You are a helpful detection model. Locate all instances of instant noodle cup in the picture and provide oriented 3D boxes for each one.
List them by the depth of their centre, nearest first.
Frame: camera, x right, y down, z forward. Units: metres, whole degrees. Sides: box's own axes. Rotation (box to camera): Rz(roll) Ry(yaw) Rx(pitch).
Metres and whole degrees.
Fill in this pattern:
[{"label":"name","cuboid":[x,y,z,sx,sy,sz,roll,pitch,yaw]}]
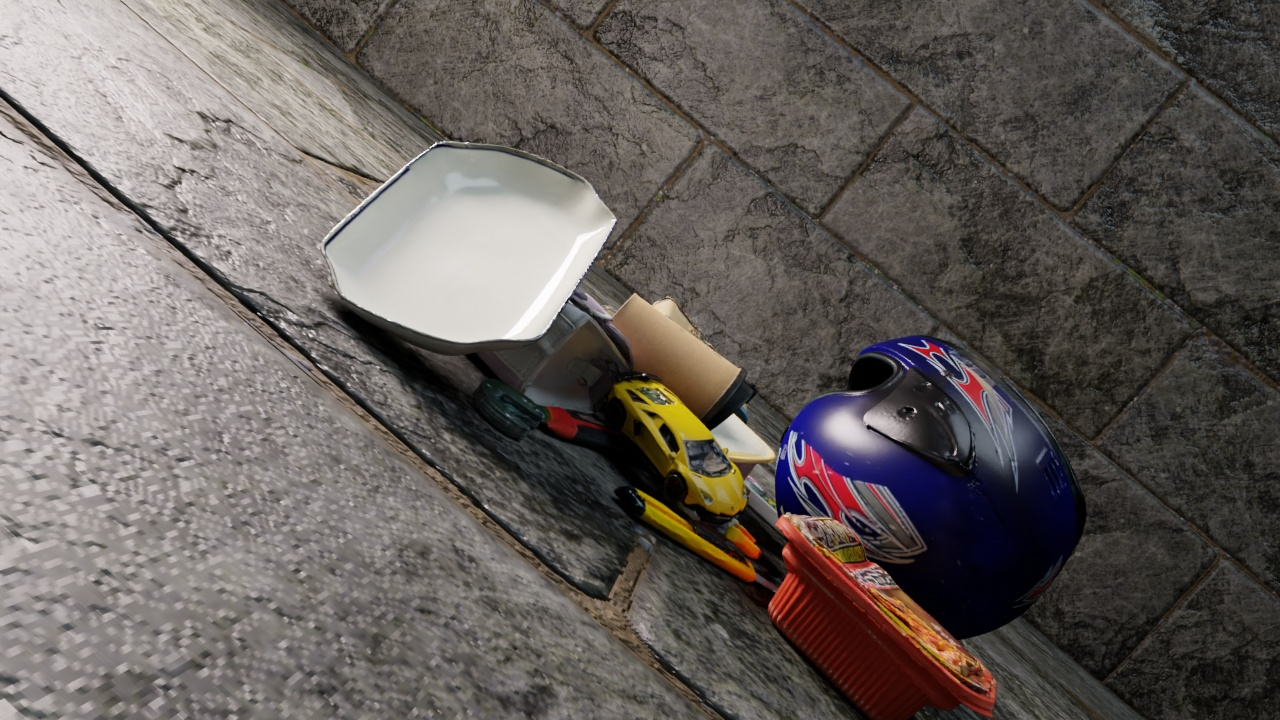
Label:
[{"label":"instant noodle cup","cuboid":[0.171,0.198,0.679,0.189,0.079,0.164,41,6,25]}]

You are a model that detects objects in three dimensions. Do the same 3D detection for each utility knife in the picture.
[{"label":"utility knife","cuboid":[0.054,0.141,0.695,0.203,0.015,0.033,37,9,-34]}]

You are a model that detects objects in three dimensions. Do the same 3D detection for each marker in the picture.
[{"label":"marker","cuboid":[0.093,0.156,0.743,0.018,0.015,0.124,25,-14,33]}]

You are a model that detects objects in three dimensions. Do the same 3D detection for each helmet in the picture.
[{"label":"helmet","cuboid":[0.249,0.123,0.901,0.315,0.240,0.248,-122,-160,-46]}]

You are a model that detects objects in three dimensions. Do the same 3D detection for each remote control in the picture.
[{"label":"remote control","cuboid":[0.150,0.172,1.033,0.135,0.019,0.056,41,6,16]}]

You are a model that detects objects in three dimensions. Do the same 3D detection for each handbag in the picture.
[{"label":"handbag","cuboid":[-0.107,-0.049,0.770,0.197,0.098,0.145,42,1,22]},{"label":"handbag","cuboid":[0.028,0.070,0.928,0.178,0.063,0.163,11,25,-45]}]

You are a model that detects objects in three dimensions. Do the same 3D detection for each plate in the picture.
[{"label":"plate","cuboid":[-0.116,-0.082,0.667,0.162,0.034,0.264,23,38,1]}]

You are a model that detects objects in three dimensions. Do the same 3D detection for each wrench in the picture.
[{"label":"wrench","cuboid":[-0.047,0.055,0.712,0.056,0.016,0.273,46,9,26]}]

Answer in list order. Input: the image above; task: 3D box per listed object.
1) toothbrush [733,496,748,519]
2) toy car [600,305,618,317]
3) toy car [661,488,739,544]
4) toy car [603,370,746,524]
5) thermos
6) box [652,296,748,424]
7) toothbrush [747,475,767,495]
[{"label":"toothbrush","cuboid":[0.087,0.144,0.881,0.018,0.016,0.191,30,4,11]},{"label":"toy car","cuboid":[-0.045,-0.030,0.903,0.070,0.042,0.157,27,25,35]},{"label":"toy car","cuboid":[0.046,0.112,0.768,0.054,0.037,0.120,32,18,-24]},{"label":"toy car","cuboid":[0.030,0.067,0.735,0.071,0.041,0.156,2,38,-43]},{"label":"thermos","cuboid":[0.028,0.008,0.835,0.143,0.093,0.093,43,6,-1]},{"label":"box","cuboid":[0.051,0.021,1.060,0.184,0.090,0.061,49,27,-14]},{"label":"toothbrush","cuboid":[0.131,0.146,1.133,0.187,0.016,0.017,42,-1,24]}]
